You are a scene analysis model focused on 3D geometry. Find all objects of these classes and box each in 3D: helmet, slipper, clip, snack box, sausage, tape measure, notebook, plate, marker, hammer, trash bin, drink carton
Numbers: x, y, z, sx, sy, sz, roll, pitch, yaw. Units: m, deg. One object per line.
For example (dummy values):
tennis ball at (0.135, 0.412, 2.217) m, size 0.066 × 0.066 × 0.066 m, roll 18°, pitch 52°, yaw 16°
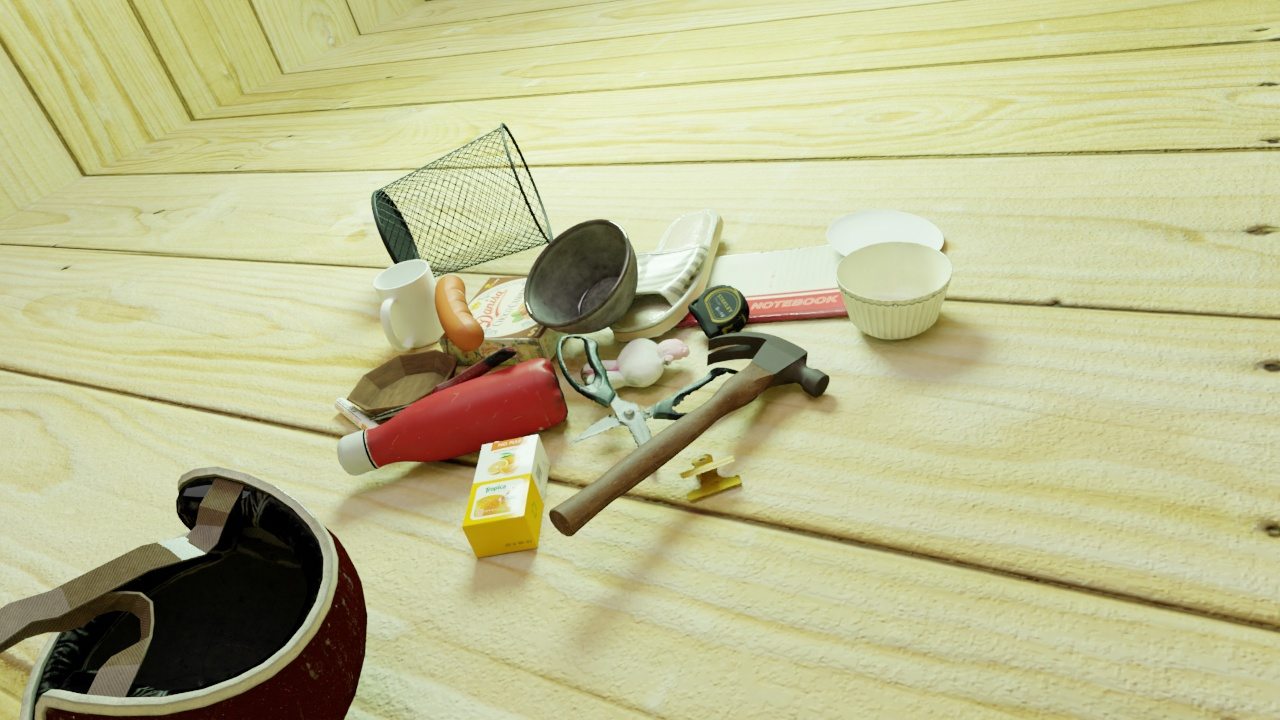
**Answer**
helmet at (-0.315, 0.199, 0.637) m, size 0.234 × 0.254 × 0.232 m, roll 11°, pitch 41°, yaw -2°
slipper at (0.035, -0.119, 1.139) m, size 0.115 × 0.054 × 0.271 m, roll -2°, pitch 36°, yaw 28°
clip at (0.060, 0.099, 0.832) m, size 0.054 × 0.046 × 0.048 m, roll -20°, pitch 57°, yaw -2°
snack box at (-0.154, -0.051, 1.142) m, size 0.147 × 0.041 × 0.142 m, roll 1°, pitch 37°, yaw 25°
sausage at (-0.222, -0.058, 1.105) m, size 0.044 × 0.039 × 0.164 m, roll -25°, pitch 34°, yaw -7°
tape measure at (0.091, -0.053, 1.026) m, size 0.061 × 0.034 × 0.061 m, roll -31°, pitch 54°, yaw 5°
notebook at (0.157, -0.090, 1.087) m, size 0.209 × 0.012 × 0.152 m, roll -4°, pitch 35°, yaw 20°
plate at (0.289, -0.143, 1.091) m, size 0.134 × 0.011 × 0.134 m, roll -3°, pitch 36°, yaw 2°
marker at (-0.314, 0.073, 1.051) m, size 0.017 × 0.017 × 0.146 m, roll -35°, pitch 36°, yaw -26°
hammer at (0.043, 0.061, 0.843) m, size 0.115 × 0.033 × 0.322 m, roll 30°, pitch 47°, yaw 32°
trash bin at (-0.258, -0.215, 1.323) m, size 0.210 × 0.184 × 0.183 m, roll -21°, pitch 32°, yaw 4°
drink carton at (-0.124, 0.123, 0.865) m, size 0.058 × 0.040 × 0.122 m, roll -11°, pitch 33°, yaw 9°
plate at (-0.275, 0.031, 1.081) m, size 0.131 × 0.025 × 0.131 m, roll -12°, pitch 29°, yaw 7°

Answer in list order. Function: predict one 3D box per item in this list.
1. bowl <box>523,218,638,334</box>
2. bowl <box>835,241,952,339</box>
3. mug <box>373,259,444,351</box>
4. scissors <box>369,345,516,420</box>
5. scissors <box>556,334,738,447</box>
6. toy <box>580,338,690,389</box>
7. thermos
bowl at (-0.057, -0.085, 1.059) m, size 0.145 × 0.067 × 0.144 m, roll -19°, pitch 52°, yaw 25°
bowl at (0.262, -0.068, 0.953) m, size 0.115 × 0.062 × 0.115 m, roll -8°, pitch 36°, yaw 5°
mug at (-0.299, -0.063, 1.179) m, size 0.074 × 0.090 × 0.110 m, roll -4°, pitch 35°, yaw 19°
scissors at (-0.190, 0.031, 1.009) m, size 0.179 × 0.015 × 0.199 m, roll -4°, pitch -24°, yaw -43°
scissors at (0.008, 0.025, 0.935) m, size 0.204 × 0.015 × 0.201 m, roll -16°, pitch 48°, yaw -16°
toy at (-0.006, 0.006, 0.994) m, size 0.122 × 0.038 × 0.079 m, roll -19°, pitch 24°, yaw 1°
thermos at (-0.197, 0.066, 0.956) m, size 0.240 × 0.073 × 0.073 m, roll -18°, pitch 32°, yaw -2°
